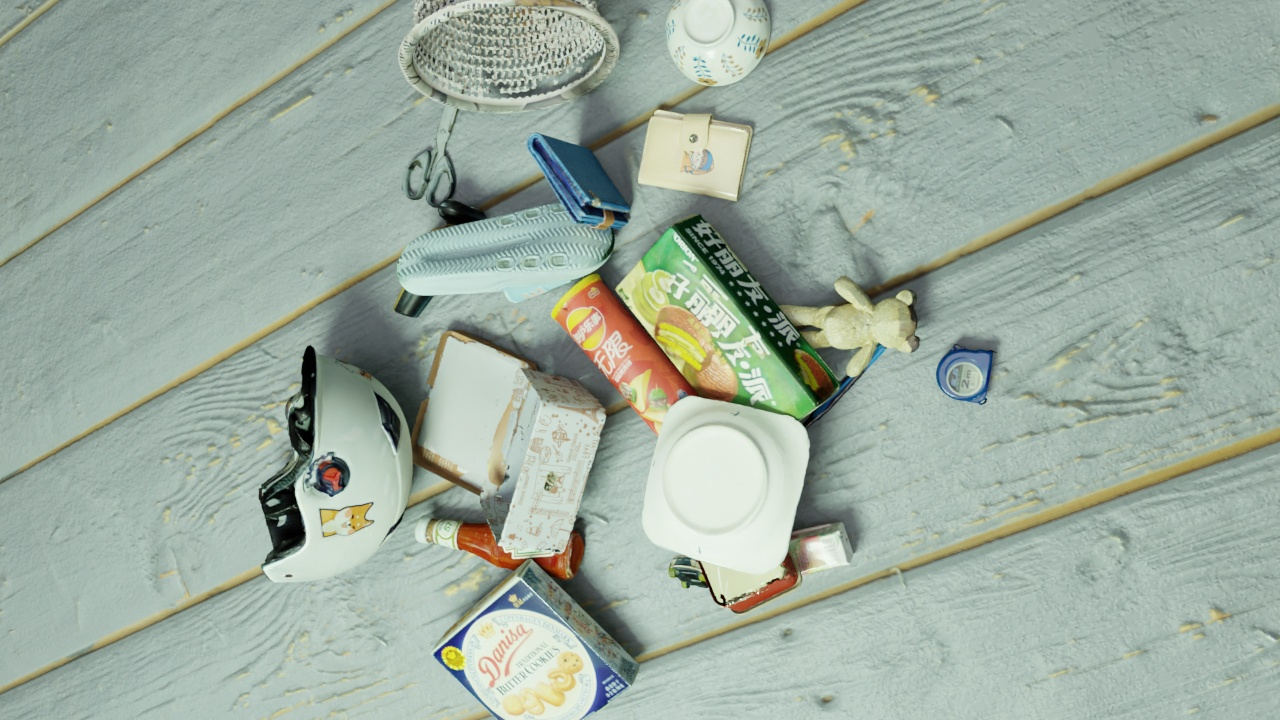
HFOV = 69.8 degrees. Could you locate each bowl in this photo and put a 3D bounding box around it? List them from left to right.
[{"bbox_3d":[0.077,-0.352,0.967,0.113,0.062,0.113,2,97,17],"label":"bowl"}]

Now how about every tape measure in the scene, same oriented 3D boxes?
[{"bbox_3d":[0.331,0.014,0.939,0.054,0.025,0.058,9,93,18],"label":"tape measure"}]

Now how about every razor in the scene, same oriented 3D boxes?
[{"bbox_3d":[-0.247,-0.120,1.098,0.168,0.062,0.067,-55,49,20],"label":"razor"}]

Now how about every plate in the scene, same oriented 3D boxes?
[{"bbox_3d":[0.078,0.122,0.920,0.164,0.034,0.163,10,83,26],"label":"plate"}]

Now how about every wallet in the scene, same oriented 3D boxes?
[{"bbox_3d":[-0.063,-0.190,0.987,0.040,0.132,0.106,-35,83,20],"label":"wallet"},{"bbox_3d":[0.060,-0.227,1.003,0.115,0.024,0.087,14,98,17],"label":"wallet"}]

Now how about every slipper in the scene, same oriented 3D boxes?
[{"bbox_3d":[-0.149,-0.109,1.031,0.245,0.074,0.103,-9,52,1],"label":"slipper"}]

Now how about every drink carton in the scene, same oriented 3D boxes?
[{"bbox_3d":[0.164,0.209,0.994,0.123,0.053,0.045,-16,86,18],"label":"drink carton"}]

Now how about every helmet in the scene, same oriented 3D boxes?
[{"bbox_3d":[-0.347,0.130,1.080,0.156,0.230,0.274,13,100,-27],"label":"helmet"}]

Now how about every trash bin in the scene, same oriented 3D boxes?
[{"bbox_3d":[-0.145,-0.398,0.966,0.228,0.227,0.192,-11,79,18],"label":"trash bin"}]

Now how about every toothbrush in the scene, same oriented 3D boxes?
[{"bbox_3d":[0.208,0.040,0.988,0.014,0.016,0.190,46,103,18],"label":"toothbrush"}]

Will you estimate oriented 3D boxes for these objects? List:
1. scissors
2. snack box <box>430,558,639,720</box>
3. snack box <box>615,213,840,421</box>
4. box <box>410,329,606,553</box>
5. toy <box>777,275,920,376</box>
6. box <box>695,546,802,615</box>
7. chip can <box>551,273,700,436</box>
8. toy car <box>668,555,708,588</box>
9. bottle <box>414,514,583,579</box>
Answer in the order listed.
[{"bbox_3d":[-0.245,-0.272,1.098,0.136,0.014,0.175,-13,91,17],"label":"scissors"},{"bbox_3d":[-0.125,0.349,1.070,0.182,0.045,0.178,45,116,-3],"label":"snack box"},{"bbox_3d":[0.089,-0.027,0.971,0.240,0.063,0.115,52,132,7],"label":"snack box"},{"bbox_3d":[-0.154,0.088,1.062,0.274,0.126,0.179,28,104,42],"label":"box"},{"bbox_3d":[0.210,-0.036,0.957,0.157,0.066,0.105,-3,95,24],"label":"toy"},{"bbox_3d":[0.094,0.169,0.960,0.091,0.079,0.168,-30,60,12],"label":"box"},{"bbox_3d":[-0.006,0.006,1.019,0.073,0.073,0.216,-42,82,16],"label":"chip can"},{"bbox_3d":[0.060,0.230,1.009,0.042,0.090,0.035,-1,67,19],"label":"toy car"},{"bbox_3d":[-0.171,0.216,1.094,0.206,0.059,0.060,7,97,16],"label":"bottle"}]
